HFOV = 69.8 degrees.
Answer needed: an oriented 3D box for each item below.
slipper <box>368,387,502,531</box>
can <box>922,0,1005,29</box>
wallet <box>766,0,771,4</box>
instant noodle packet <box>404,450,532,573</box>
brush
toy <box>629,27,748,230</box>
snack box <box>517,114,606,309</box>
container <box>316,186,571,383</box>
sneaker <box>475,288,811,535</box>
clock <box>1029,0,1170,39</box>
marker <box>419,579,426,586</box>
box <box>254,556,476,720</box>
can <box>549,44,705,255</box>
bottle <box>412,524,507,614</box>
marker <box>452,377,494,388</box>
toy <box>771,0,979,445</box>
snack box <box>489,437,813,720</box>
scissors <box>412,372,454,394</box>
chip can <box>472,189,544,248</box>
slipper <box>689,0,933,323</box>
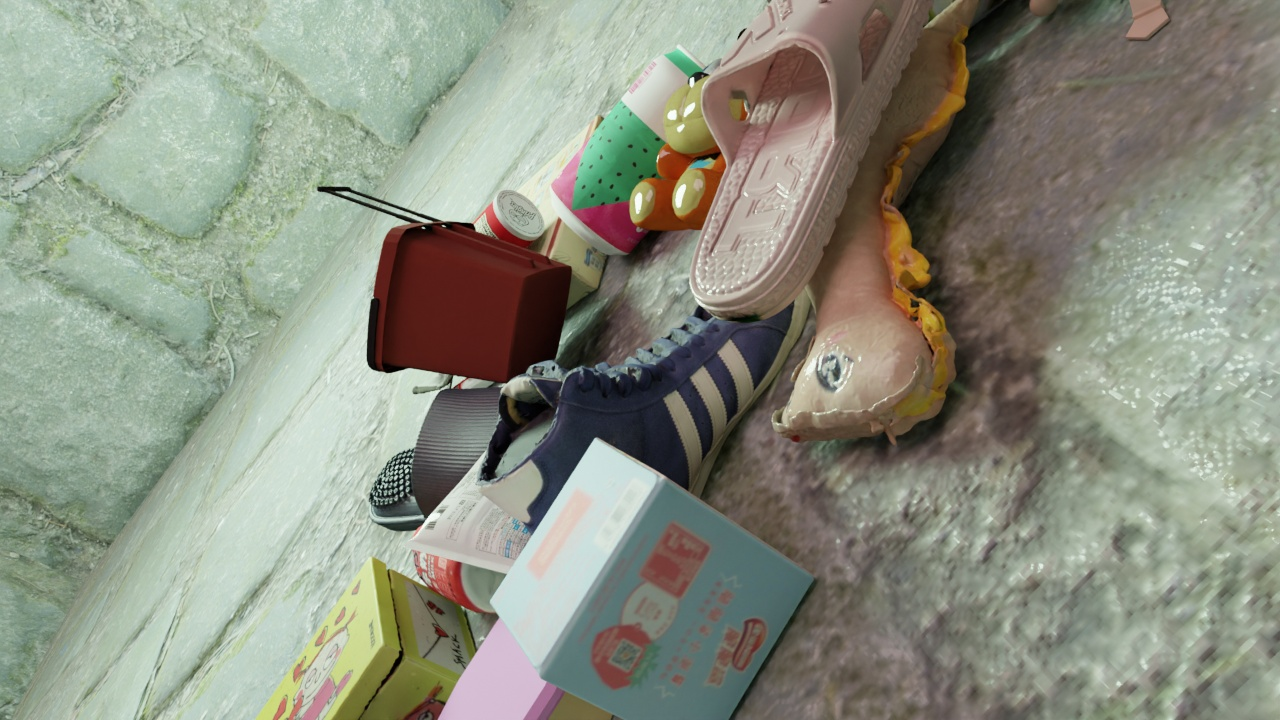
[{"bbox_3d":[-0.147,0.073,0.705,0.264,0.082,0.101,-19,42,39],"label":"slipper"},{"bbox_3d":[0.182,-0.228,0.546,0.121,0.067,0.067,-34,31,36],"label":"can"},{"bbox_3d":[0.149,-0.335,0.802,0.092,0.018,0.115,-41,30,25],"label":"wallet"},{"bbox_3d":[-0.075,0.080,0.579,0.087,0.026,0.133,8,37,25],"label":"instant noodle packet"},{"bbox_3d":[-0.086,0.220,0.478,0.228,0.043,0.089,-57,25,-5],"label":"brush"},{"bbox_3d":[0.064,-0.162,0.654,0.175,0.096,0.112,-51,25,-19],"label":"toy"},{"bbox_3d":[-0.088,-0.123,0.899,0.154,0.055,0.206,-32,34,41],"label":"snack box"},{"bbox_3d":[-0.172,-0.058,0.747,0.147,0.201,0.127,-35,-42,-72],"label":"container"},{"bbox_3d":[-0.003,0.005,0.515,0.232,0.118,0.091,-60,25,-13],"label":"sneaker"},{"bbox_3d":[0.193,-0.228,0.414,0.131,0.160,0.086,-17,44,52],"label":"clock"},{"bbox_3d":[-0.156,0.136,0.742,0.017,0.017,0.146,-35,31,35],"label":"marker"},{"bbox_3d":[-0.202,0.256,0.595,0.221,0.083,0.124,-52,25,2],"label":"box"},{"bbox_3d":[0.004,-0.171,0.761,0.166,0.088,0.088,-48,26,14],"label":"can"},{"bbox_3d":[-0.124,0.134,0.636,0.138,0.062,0.061,-6,53,60],"label":"bottle"},{"bbox_3d":[-0.155,0.019,0.883,0.146,0.019,0.019,-31,34,41],"label":"marker"},{"bbox_3d":[0.129,-0.084,0.463,0.197,0.065,0.263,-44,28,32],"label":"toy"},{"bbox_3d":[0.003,0.103,0.410,0.093,0.094,0.079,-58,24,-6],"label":"snack box"},{"bbox_3d":[-0.172,0.026,0.869,0.197,0.015,0.179,-39,42,36],"label":"scissors"},{"bbox_3d":[-0.175,-0.075,0.867,0.215,0.052,0.051,-38,29,35],"label":"chip can"},{"bbox_3d":[0.075,-0.136,0.472,0.094,0.064,0.239,3,66,53],"label":"slipper"}]
